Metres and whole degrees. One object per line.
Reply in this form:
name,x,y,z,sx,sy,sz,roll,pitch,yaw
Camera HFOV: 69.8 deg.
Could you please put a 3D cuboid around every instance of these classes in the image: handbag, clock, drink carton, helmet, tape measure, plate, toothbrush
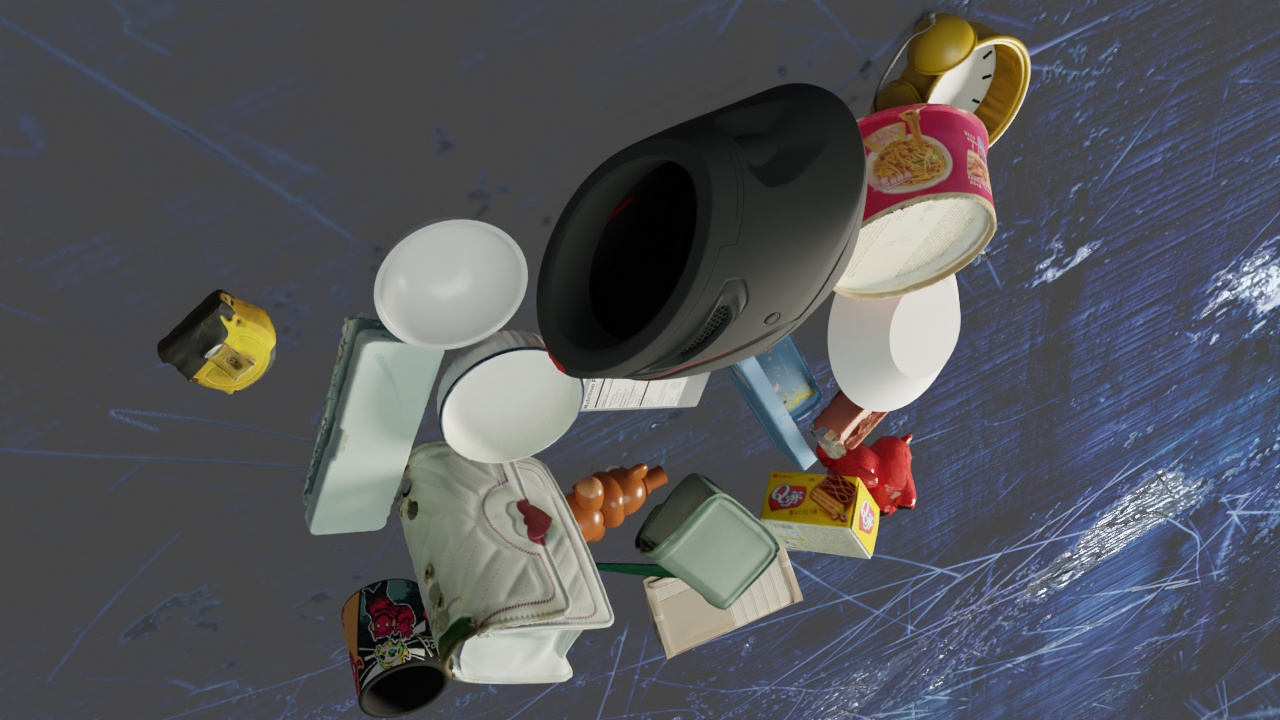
handbag,-0.121,0.161,0.765,0.141,0.198,0.096,16,121,-40
clock,0.247,-0.217,0.740,0.151,0.052,0.114,5,126,-38
drink carton,-0.005,0.005,0.795,0.124,0.048,0.076,-1,128,-28
helmet,0.058,-0.083,0.670,0.169,0.164,0.265,5,136,-46
tape measure,-0.286,-0.009,0.636,0.065,0.037,0.064,-39,135,7
handbag,0.083,0.230,1.047,0.175,0.062,0.198,-21,127,-8
handbag,0.070,0.188,0.962,0.122,0.067,0.106,41,89,-27
plate,0.254,-0.032,0.861,0.173,0.036,0.174,-8,106,-30
toothbrush,-0.013,0.225,0.983,0.189,0.017,0.016,8,110,-20

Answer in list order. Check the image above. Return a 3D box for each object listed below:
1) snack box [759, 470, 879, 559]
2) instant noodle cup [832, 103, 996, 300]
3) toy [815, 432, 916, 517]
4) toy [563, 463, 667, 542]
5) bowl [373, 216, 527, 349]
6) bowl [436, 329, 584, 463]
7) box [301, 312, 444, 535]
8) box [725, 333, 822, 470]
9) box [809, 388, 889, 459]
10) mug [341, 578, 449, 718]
snack box,0.197,0.168,1.004,0.106,0.061,0.083,1,148,33
instant noodle cup,0.206,-0.116,0.741,0.178,0.077,0.179,-10,152,-5
toy,0.249,0.110,1.035,0.133,0.093,0.088,29,155,-19
toy,-0.037,0.131,0.893,0.127,0.065,0.095,-25,144,-19
bowl,-0.141,-0.064,0.665,0.109,0.040,0.110,-15,134,-17
bowl,-0.111,0.019,0.740,0.118,0.062,0.118,-15,133,-17
box,-0.213,0.056,0.729,0.083,0.066,0.199,15,120,-15
box,0.133,0.022,0.871,0.078,0.074,0.209,-38,136,0
box,0.239,0.019,0.909,0.188,0.058,0.062,-43,107,-19
mug,-0.228,0.283,0.883,0.082,0.098,0.118,-29,136,-4
